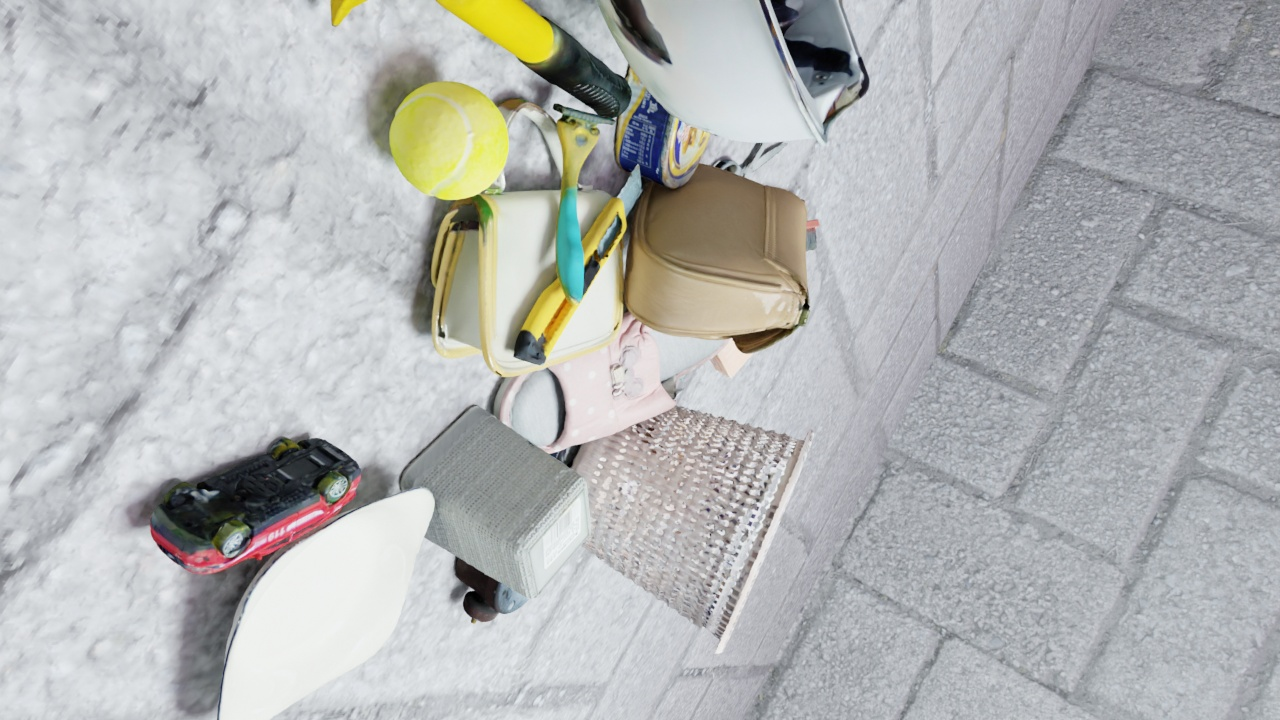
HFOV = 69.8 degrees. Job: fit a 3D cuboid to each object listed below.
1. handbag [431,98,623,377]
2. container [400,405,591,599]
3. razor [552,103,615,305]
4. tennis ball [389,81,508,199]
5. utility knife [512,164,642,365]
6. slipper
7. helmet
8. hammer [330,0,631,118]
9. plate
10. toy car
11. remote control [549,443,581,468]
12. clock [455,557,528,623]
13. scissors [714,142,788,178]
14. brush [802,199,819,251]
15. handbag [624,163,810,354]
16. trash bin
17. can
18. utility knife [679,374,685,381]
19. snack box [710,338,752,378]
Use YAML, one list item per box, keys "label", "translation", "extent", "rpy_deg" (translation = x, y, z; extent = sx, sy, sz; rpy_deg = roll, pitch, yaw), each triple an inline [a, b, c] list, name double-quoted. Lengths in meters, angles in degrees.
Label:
- label: "handbag"
  translation: [-0.076, -0.088, 0.640]
  extent: [0.163, 0.063, 0.179]
  rpy_deg: [-19, 117, -58]
- label: "container"
  translation: [-0.104, 0.111, 0.699]
  extent: [0.090, 0.114, 0.090]
  rpy_deg: [-47, 152, -32]
- label: "razor"
  translation: [-0.043, -0.102, 0.610]
  extent: [0.043, 0.028, 0.132]
  rpy_deg: [4, 86, -37]
- label: "tennis ball"
  translation: [-0.107, -0.123, 0.515]
  extent: [0.065, 0.065, 0.066]
  rpy_deg: [-45, 150, -35]
- label: "utility knife"
  translation: [-0.036, -0.070, 0.640]
  extent: [0.191, 0.015, 0.033]
  rpy_deg: [-62, 144, -31]
- label: "slipper"
  translation: [-0.005, 0.005, 0.799]
  extent: [0.273, 0.054, 0.114]
  rpy_deg: [-26, 128, -33]
- label: "helmet"
  translation: [0.045, -0.247, 0.563]
  extent: [0.229, 0.146, 0.258]
  rpy_deg: [39, 54, -56]
- label: "hammer"
  translation: [-0.061, -0.181, 0.520]
  extent: [0.300, 0.129, 0.033]
  rpy_deg: [-12, 103, -74]
- label: "plate"
  translation: [-0.215, 0.159, 0.615]
  extent: [0.164, 0.034, 0.164]
  rpy_deg: [-21, 137, -59]
- label: "toy car"
  translation: [-0.216, 0.084, 0.523]
  extent: [0.120, 0.053, 0.045]
  rpy_deg: [-25, 138, -56]
- label: "remote control"
  translation: [-0.076, 0.090, 0.845]
  extent: [0.053, 0.024, 0.136]
  rpy_deg: [0, 115, -68]
- label: "clock"
  translation: [-0.121, 0.186, 0.817]
  extent: [0.081, 0.055, 0.122]
  rpy_deg: [-33, 143, -50]
- label: "scissors"
  translation: [0.109, -0.191, 0.947]
  extent: [0.178, 0.014, 0.160]
  rpy_deg: [-17, 130, -59]
- label: "brush"
  translation: [0.162, -0.153, 1.043]
  extent: [0.145, 0.063, 0.069]
  rpy_deg: [-21, 103, -58]
- label: "handbag"
  translation: [0.063, -0.085, 0.753]
  extent: [0.204, 0.148, 0.100]
  rpy_deg: [-76, 178, -54]
- label: "trash bin"
  translation: [0.036, 0.134, 0.880]
  extent: [0.227, 0.192, 0.227]
  rpy_deg: [24, 89, -79]
- label: "can"
  translation: [0.027, -0.211, 0.716]
  extent: [0.074, 0.049, 0.148]
  rpy_deg: [-24, 135, -54]
- label: "utility knife"
  translation: [0.070, -0.049, 1.008]
  extent: [0.034, 0.018, 0.162]
  rpy_deg: [-13, 127, -61]
- label: "snack box"
  translation: [0.096, -0.052, 0.995]
  extent: [0.084, 0.026, 0.157]
  rpy_deg: [-48, 144, -10]
